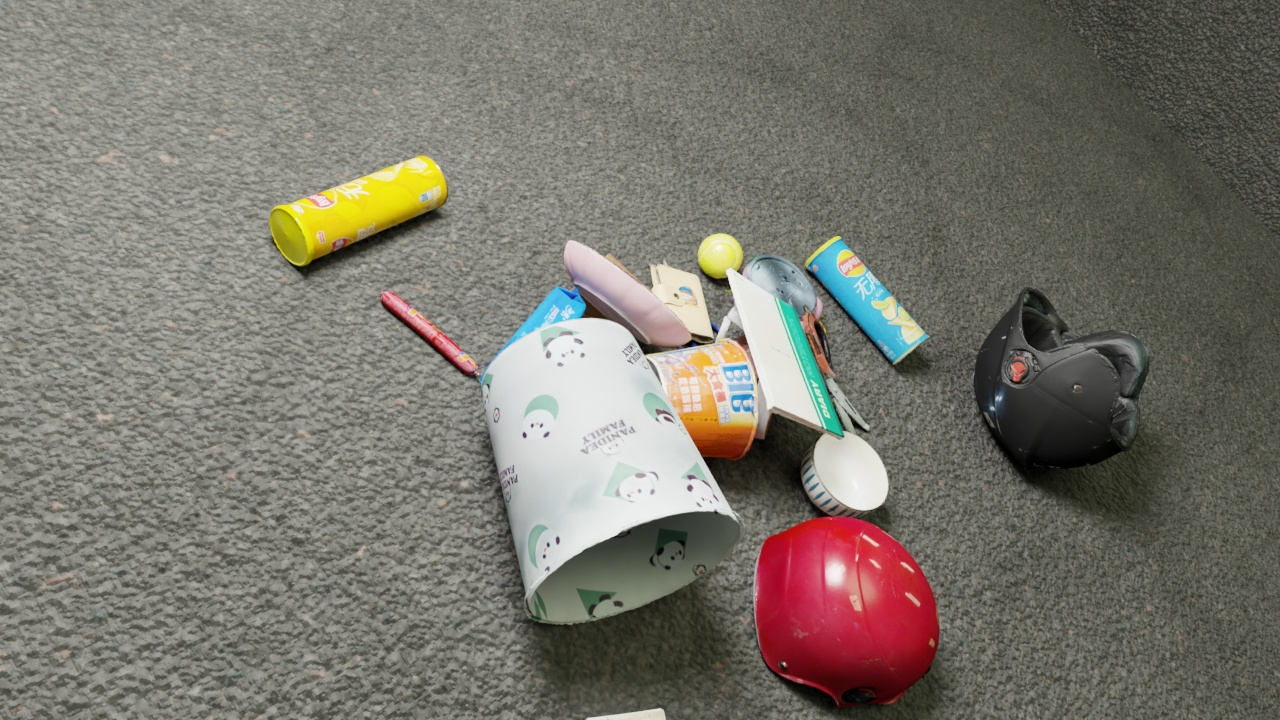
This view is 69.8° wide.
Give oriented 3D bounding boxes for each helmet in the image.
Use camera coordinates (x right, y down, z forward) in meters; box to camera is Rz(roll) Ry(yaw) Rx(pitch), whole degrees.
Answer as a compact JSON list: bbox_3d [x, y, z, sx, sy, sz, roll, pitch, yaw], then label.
[{"bbox_3d":[0.616,0.034,1.373,0.232,0.231,0.274,-10,63,-51],"label":"helmet"},{"bbox_3d":[0.257,0.278,1.052,0.240,0.144,0.206,26,46,-12],"label":"helmet"}]

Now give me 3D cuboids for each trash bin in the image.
[{"bbox_3d":[-0.045,0.109,0.958,0.229,0.230,0.251,-2,53,-31],"label":"trash bin"}]

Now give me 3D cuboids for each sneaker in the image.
[{"bbox_3d":[0.133,0.017,1.194,0.088,0.118,0.240,11,31,0],"label":"sneaker"}]

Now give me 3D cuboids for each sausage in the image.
[{"bbox_3d":[-0.246,-0.032,1.076,0.156,0.020,0.020,40,47,2],"label":"sausage"}]

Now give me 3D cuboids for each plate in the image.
[{"bbox_3d":[-0.024,-0.071,1.123,0.192,0.192,0.039,38,84,0],"label":"plate"}]

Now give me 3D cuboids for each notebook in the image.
[{"bbox_3d":[0.179,-0.008,1.142,0.150,0.012,0.208,23,42,-42],"label":"notebook"}]

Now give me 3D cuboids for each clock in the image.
[{"bbox_3d":[0.207,-0.080,1.341,0.158,0.060,0.116,39,46,4],"label":"clock"}]

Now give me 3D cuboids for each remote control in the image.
[{"bbox_3d":[0.153,-0.060,1.218,0.056,0.020,0.135,37,23,6],"label":"remote control"}]

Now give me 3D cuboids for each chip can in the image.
[{"bbox_3d":[-0.333,-0.183,1.102,0.072,0.072,0.212,47,47,8],"label":"chip can"},{"bbox_3d":[0.349,-0.093,1.421,0.071,0.071,0.210,-29,75,-40],"label":"chip can"}]

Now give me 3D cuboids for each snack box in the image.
[{"bbox_3d":[-0.004,0.420,0.876,0.084,0.027,0.156,4,56,-27],"label":"snack box"}]

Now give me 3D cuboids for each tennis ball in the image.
[{"bbox_3d":[0.116,-0.152,1.336,0.065,0.066,0.065,15,51,-20],"label":"tennis ball"}]

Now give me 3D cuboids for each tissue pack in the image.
[{"bbox_3d":[-0.125,-0.018,1.082,0.052,0.095,0.156,40,47,-6],"label":"tissue pack"}]

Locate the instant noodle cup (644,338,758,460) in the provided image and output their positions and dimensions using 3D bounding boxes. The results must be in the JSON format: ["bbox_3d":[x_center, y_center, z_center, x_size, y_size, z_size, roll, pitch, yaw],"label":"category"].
[{"bbox_3d":[0.059,0.050,1.108,0.111,0.152,0.151,-3,59,-21],"label":"instant noodle cup"}]

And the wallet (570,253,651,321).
[{"bbox_3d":[-0.037,-0.082,1.231,0.101,0.020,0.115,41,50,2],"label":"wallet"}]

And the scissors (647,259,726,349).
[{"bbox_3d":[0.053,-0.069,1.277,0.170,0.012,0.143,37,47,1],"label":"scissors"}]

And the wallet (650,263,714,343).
[{"bbox_3d":[0.055,-0.081,1.257,0.087,0.024,0.115,13,49,-29],"label":"wallet"}]

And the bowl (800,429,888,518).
[{"bbox_3d":[0.255,0.155,1.190,0.116,0.066,0.116,14,52,-19],"label":"bowl"}]

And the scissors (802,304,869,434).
[{"bbox_3d":[0.256,0.021,1.269,0.188,0.015,0.223,14,58,-48],"label":"scissors"}]
